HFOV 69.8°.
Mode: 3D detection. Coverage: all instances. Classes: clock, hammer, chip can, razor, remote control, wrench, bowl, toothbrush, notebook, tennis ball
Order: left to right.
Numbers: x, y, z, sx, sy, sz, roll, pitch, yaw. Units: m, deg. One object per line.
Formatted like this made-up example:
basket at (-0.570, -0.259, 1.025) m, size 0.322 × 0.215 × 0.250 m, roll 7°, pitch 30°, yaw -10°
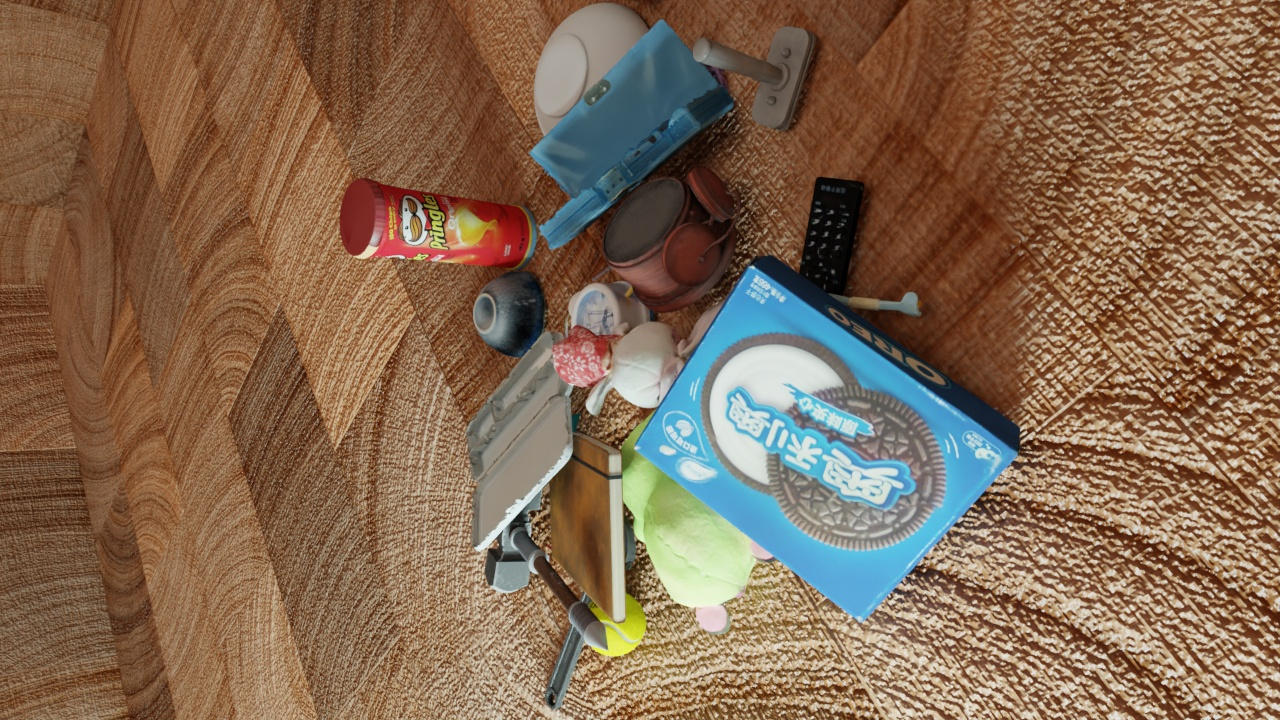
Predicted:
chip can at (-0.230, -0.153, 1.063) m, size 0.087 × 0.213 × 0.087 m, roll -1°, pitch 89°, yaw 46°
bowl at (-0.167, -0.057, 1.112) m, size 0.111 × 0.055 × 0.110 m, roll 0°, pitch 90°, yaw 47°
hammer at (-0.096, 0.229, 0.974) m, size 0.322 × 0.043 × 0.156 m, roll 26°, pitch 109°, yaw 63°
notebook at (-0.063, 0.148, 0.958) m, size 0.249 × 0.014 × 0.178 m, roll -170°, pitch 78°, yaw -70°
bowl at (-0.065, -0.304, 0.999) m, size 0.177 × 0.066 × 0.176 m, roll -1°, pitch 89°, yaw 46°
wrench at (-0.062, 0.285, 1.027) m, size 0.073 × 0.018 × 0.274 m, roll 39°, pitch 118°, yaw 42°
clock at (-0.041, -0.038, 0.985) m, size 0.126 × 0.051 × 0.088 m, roll -16°, pitch 79°, yaw 48°
tennis ball at (-0.028, 0.274, 0.956) m, size 0.065 × 0.065 × 0.065 m, roll -1°, pitch 89°, yaw 46°
clock at (0.034, -0.115, 0.858) m, size 0.158 × 0.072 × 0.120 m, roll -9°, pitch 53°, yaw 43°
razor at (0.093, -0.257, 0.799) m, size 0.047 × 0.116 × 0.088 m, roll 33°, pitch 113°, yaw 47°
remote control at (0.162, -0.081, 0.796) m, size 0.047 × 0.022 × 0.150 m, roll 20°, pitch 106°, yaw 43°
toothbrush at (0.163, -0.051, 0.769) m, size 0.155 × 0.016 × 0.022 m, roll 9°, pitch 131°, yaw 44°

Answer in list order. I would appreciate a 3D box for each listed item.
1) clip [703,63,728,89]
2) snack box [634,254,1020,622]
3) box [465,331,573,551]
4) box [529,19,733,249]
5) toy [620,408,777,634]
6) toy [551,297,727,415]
clip at (0.068, -0.281, 0.900) m, size 0.043 × 0.014 × 0.051 m, roll -43°, pitch 63°, yaw 40°
snack box at (0.138, 0.062, 0.726) m, size 0.239 × 0.056 × 0.196 m, roll 36°, pitch 118°, yaw 10°
box at (-0.136, 0.089, 1.029) m, size 0.210 × 0.045 × 0.191 m, roll -49°, pitch 36°, yaw 32°
box at (-0.032, -0.222, 0.919) m, size 0.232 × 0.094 × 0.111 m, roll -32°, pitch 100°, yaw 41°
toy at (0.040, 0.141, 0.866) m, size 0.150 × 0.107 × 0.196 m, roll -59°, pitch 42°, yaw 29°
toy at (-0.005, 0.005, 0.880) m, size 0.195 × 0.084 × 0.158 m, roll -1°, pitch 58°, yaw 31°
